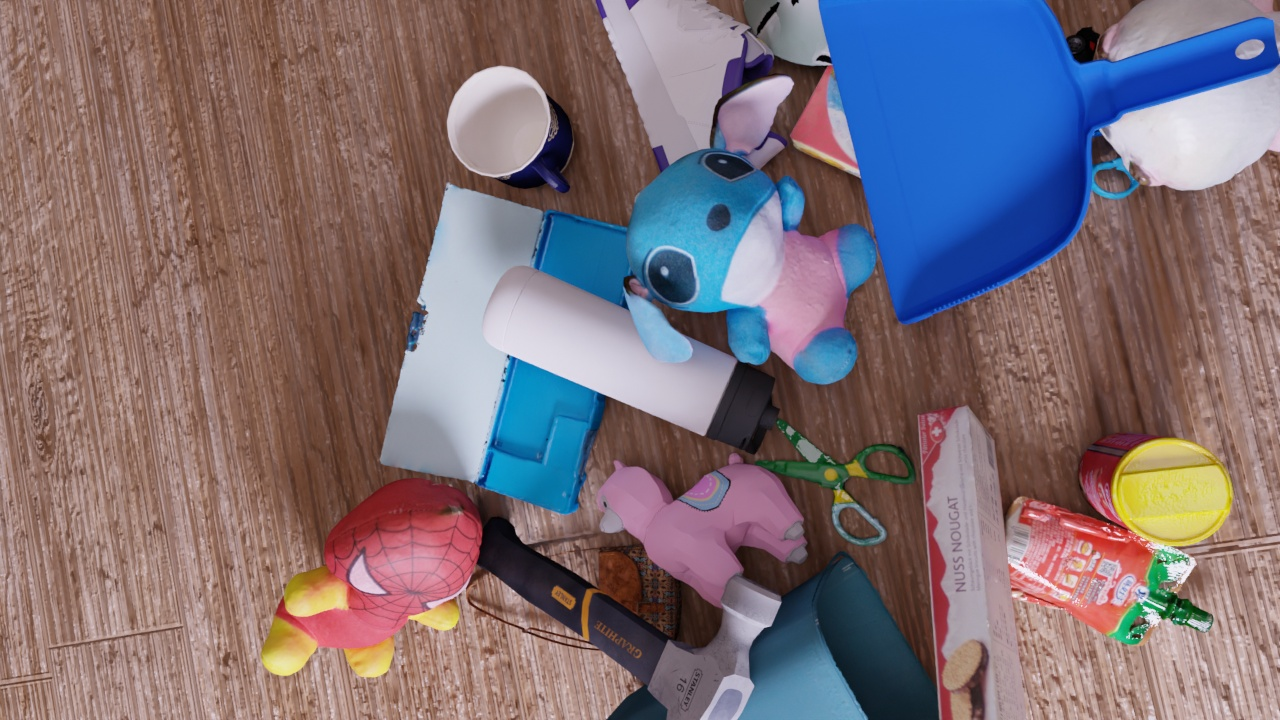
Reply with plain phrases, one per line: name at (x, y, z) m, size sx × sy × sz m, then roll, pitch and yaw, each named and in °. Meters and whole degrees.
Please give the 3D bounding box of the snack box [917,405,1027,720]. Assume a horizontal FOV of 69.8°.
snack box at (0.223, 0.169, 0.618) m, size 0.044 × 0.076 × 0.272 m, roll -15°, pitch 58°, yaw 32°

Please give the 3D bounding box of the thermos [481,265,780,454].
thermos at (-0.004, 0.004, 0.712) m, size 0.230 × 0.101 × 0.068 m, roll 23°, pitch 76°, yaw 6°

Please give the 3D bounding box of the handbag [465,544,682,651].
handbag at (-0.063, 0.200, 0.773) m, size 0.196 × 0.043 × 0.093 m, roll -1°, pitch 87°, yaw 18°

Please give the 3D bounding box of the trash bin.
trash bin at (0.095, 0.284, 0.660) m, size 0.219 × 0.196 × 0.199 m, roll -33°, pitch 81°, yaw 19°

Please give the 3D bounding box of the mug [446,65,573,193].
mug at (-0.092, -0.176, 0.755) m, size 0.086 × 0.089 × 0.112 m, roll -43°, pitch 80°, yaw 10°

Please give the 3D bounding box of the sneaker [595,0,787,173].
sneaker at (0.041, -0.248, 0.724) m, size 0.111 × 0.091 × 0.244 m, roll -21°, pitch 88°, yaw 12°

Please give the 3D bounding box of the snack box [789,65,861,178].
snack box at (0.212, -0.201, 0.700) m, size 0.142 × 0.040 × 0.145 m, roll 30°, pitch 97°, yaw 15°

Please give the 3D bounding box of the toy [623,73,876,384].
toy at (0.087, -0.085, 0.670) m, size 0.191 × 0.099 × 0.223 m, roll 27°, pitch 75°, yaw -17°

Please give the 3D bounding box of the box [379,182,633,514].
box at (-0.105, -0.009, 0.774) m, size 0.175 × 0.060 × 0.243 m, roll 15°, pitch 93°, yaw -3°

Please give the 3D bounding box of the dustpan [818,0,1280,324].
dustpan at (0.266, -0.165, 0.607) m, size 0.258 × 0.059 × 0.245 m, roll -13°, pitch 99°, yaw 26°

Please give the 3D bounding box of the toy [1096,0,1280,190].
toy at (0.403, -0.194, 0.628) m, size 0.179 × 0.101 × 0.139 m, roll -15°, pitch 87°, yaw -9°

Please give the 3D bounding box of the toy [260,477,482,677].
toy at (-0.214, 0.177, 0.756) m, size 0.217 × 0.147 × 0.098 m, roll -47°, pitch 53°, yaw 23°

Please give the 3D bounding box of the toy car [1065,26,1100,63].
toy car at (0.310, -0.198, 0.669) m, size 0.036 × 0.042 × 0.091 m, roll 32°, pitch 85°, yaw 16°

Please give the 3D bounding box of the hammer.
hammer at (-0.037, 0.178, 0.678) m, size 0.313 × 0.035 × 0.139 m, roll 17°, pitch 80°, yaw 52°

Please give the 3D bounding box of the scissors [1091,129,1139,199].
scissors at (0.303, -0.158, 0.694) m, size 0.135 × 0.016 × 0.083 m, roll -3°, pitch 86°, yaw 21°

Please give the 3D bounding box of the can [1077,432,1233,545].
can at (0.343, 0.083, 0.622) m, size 0.067 × 0.124 × 0.066 m, roll -1°, pitch 88°, yaw 15°

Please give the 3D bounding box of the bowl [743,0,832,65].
bowl at (0.141, -0.315, 0.680) m, size 0.175 × 0.067 × 0.174 m, roll -8°, pitch 76°, yaw 33°

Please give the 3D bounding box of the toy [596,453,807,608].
toy at (0.045, 0.122, 0.724) m, size 0.123 × 0.067 × 0.157 m, roll -39°, pitch 53°, yaw -16°

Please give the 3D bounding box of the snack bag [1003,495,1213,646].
snack bag at (0.334, 0.159, 0.666) m, size 0.155 × 0.044 × 0.087 m, roll 21°, pitch 113°, yaw 13°

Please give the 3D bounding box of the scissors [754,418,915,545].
scissors at (0.149, 0.100, 0.731) m, size 0.132 × 0.012 × 0.108 m, roll 5°, pitch 91°, yaw 15°
